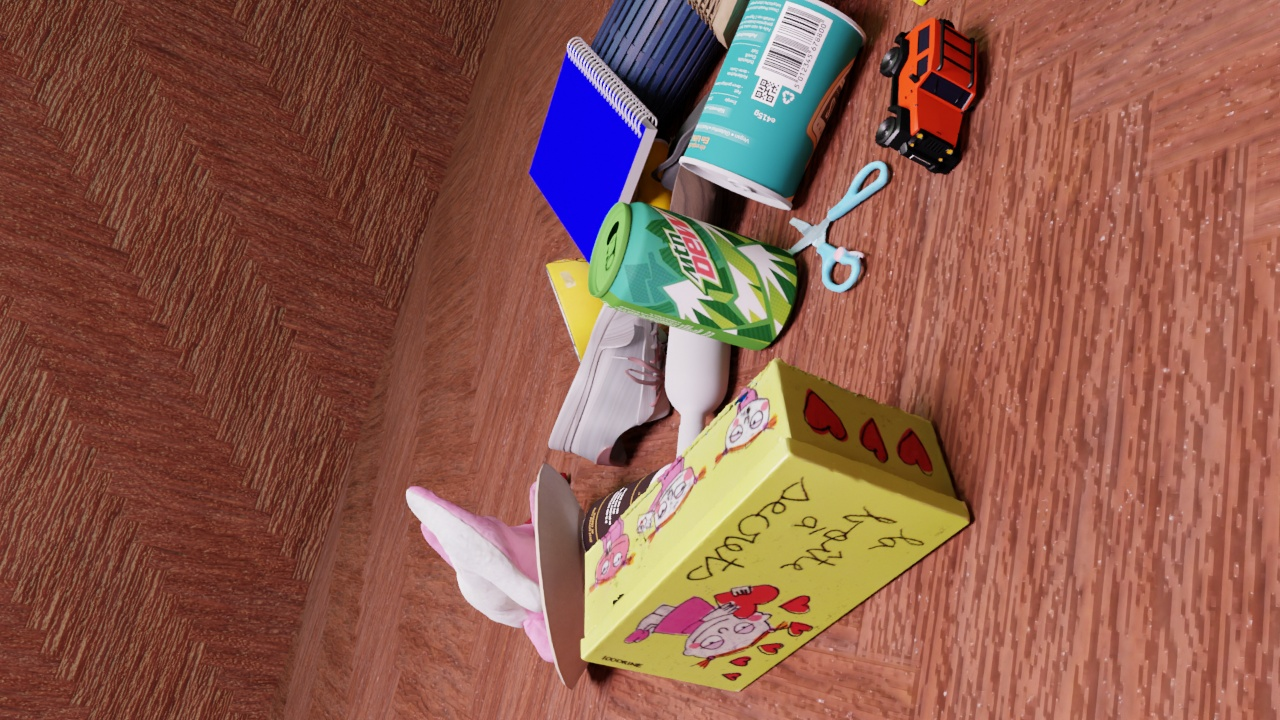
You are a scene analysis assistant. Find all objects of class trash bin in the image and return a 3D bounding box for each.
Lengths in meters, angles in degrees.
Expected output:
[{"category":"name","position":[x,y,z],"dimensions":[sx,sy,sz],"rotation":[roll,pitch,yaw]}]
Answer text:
[{"category":"trash bin","position":[0.018,-0.354,1.022],"dimensions":[0.250,0.139,0.139],"rotation":[-53,27,39]}]

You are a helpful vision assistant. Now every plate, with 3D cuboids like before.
[{"category":"plate","position":[-0.058,0.180,0.782],"dimensions":[0.188,0.027,0.188],"rotation":[-4,-94,-88]}]

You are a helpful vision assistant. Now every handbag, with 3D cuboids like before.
[{"category":"handbag","position":[0.060,-0.228,0.926],"dimensions":[0.129,0.054,0.079],"rotation":[-46,27,48]}]

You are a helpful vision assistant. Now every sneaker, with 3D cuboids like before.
[{"category":"sneaker","position":[-0.005,0.005,0.828],"dimensions":[0.099,0.089,0.237],"rotation":[-65,0,-56]}]

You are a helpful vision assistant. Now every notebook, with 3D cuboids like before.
[{"category":"notebook","position":[-0.056,-0.226,0.985],"dimensions":[0.209,0.022,0.172],"rotation":[57,135,42]}]

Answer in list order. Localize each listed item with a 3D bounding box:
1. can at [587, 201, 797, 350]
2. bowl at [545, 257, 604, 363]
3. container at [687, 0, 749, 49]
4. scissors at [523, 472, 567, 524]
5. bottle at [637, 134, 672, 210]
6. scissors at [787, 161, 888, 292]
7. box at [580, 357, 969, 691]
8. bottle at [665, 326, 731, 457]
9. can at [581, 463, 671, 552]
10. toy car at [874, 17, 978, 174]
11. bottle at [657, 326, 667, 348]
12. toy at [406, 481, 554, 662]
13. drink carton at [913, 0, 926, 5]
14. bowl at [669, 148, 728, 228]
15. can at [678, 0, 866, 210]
[{"category":"can","position":[0.039,-0.064,0.700],"dimensions":[0.083,0.144,0.083],"rotation":[-165,91,-71]},{"category":"bowl","position":[-0.053,-0.059,0.996],"dimensions":[0.117,0.067,0.117],"rotation":[159,91,-85]},{"category":"container","position":[0.066,-0.408,0.781],"dimensions":[0.226,0.196,0.227],"rotation":[-45,-5,-5]},{"category":"scissors","position":[-0.127,0.198,1.041],"dimensions":[0.189,0.015,0.139],"rotation":[-30,46,58]},{"category":"bottle","position":[0.018,-0.193,1.003],"dimensions":[0.043,0.043,0.143],"rotation":[-48,30,42]},{"category":"scissors","position":[0.143,-0.106,0.682],"dimensions":[0.118,0.015,0.139],"rotation":[-64,25,15]},{"category":"box","position":[0.066,0.107,0.536],"dimensions":[0.222,0.124,0.079],"rotation":[-48,30,38]},{"category":"bottle","position":[0.048,-0.005,0.760],"dimensions":[0.053,0.052,0.194],"rotation":[-40,37,51]},{"category":"can","position":[0.009,0.127,0.712],"dimensions":[0.129,0.072,0.071],"rotation":[-35,40,55]},{"category":"toy car","position":[0.186,-0.171,0.586],"dimensions":[0.049,0.051,0.100],"rotation":[-35,39,57]},{"category":"bottle","position":[-0.017,0.015,0.910],"dimensions":[0.116,0.041,0.041],"rotation":[-58,25,26]},{"category":"toy","position":[-0.114,0.176,0.850],"dimensions":[0.127,0.187,0.266],"rotation":[-50,-19,-15]},{"category":"drink carton","position":[0.205,-0.332,0.693],"dimensions":[0.059,0.043,0.134],"rotation":[-48,31,41]},{"category":"bowl","position":[0.057,-0.138,0.836],"dimensions":[0.119,0.032,0.119],"rotation":[12,-91,-75]},{"category":"can","position":[0.105,-0.208,0.740],"dimensions":[0.144,0.099,0.099],"rotation":[-67,22,7]}]
